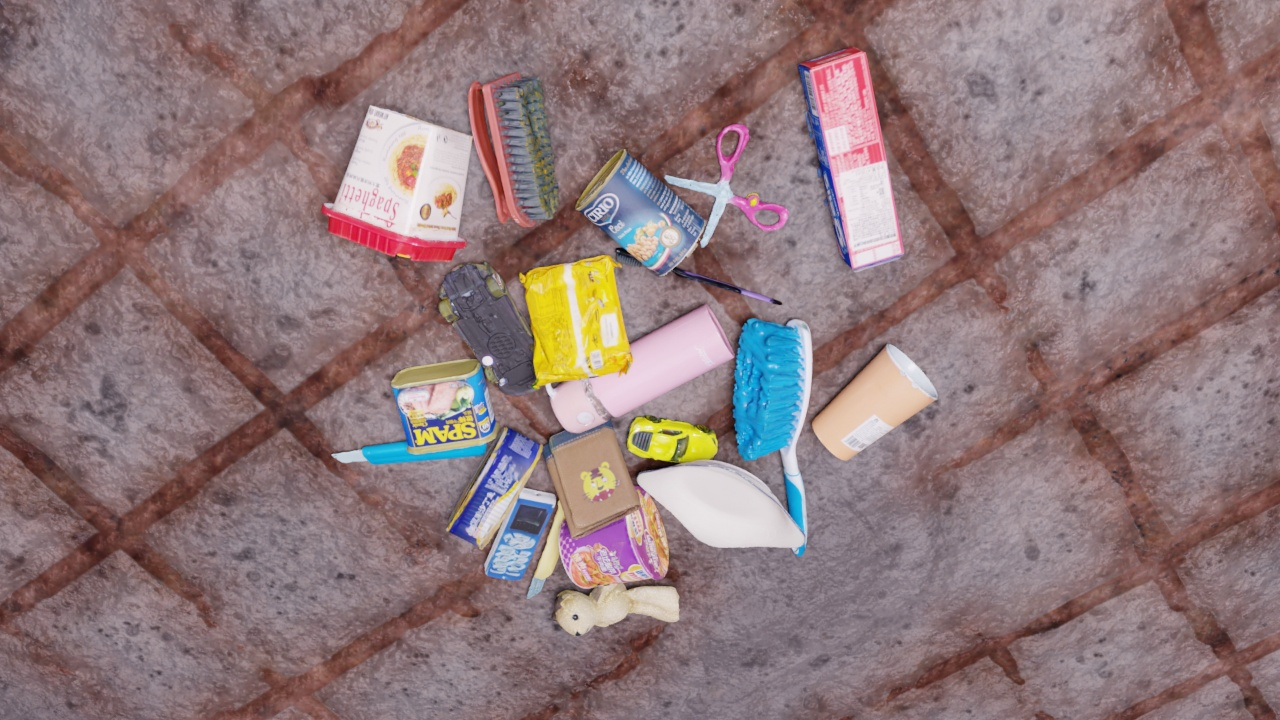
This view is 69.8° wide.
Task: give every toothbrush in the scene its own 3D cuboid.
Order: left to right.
[{"bbox_3d":[0.062,-0.085,0.971,0.189,0.014,0.017,17,120,-8],"label":"toothbrush"}]

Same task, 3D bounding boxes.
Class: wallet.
[{"bbox_3d":[-0.056,0.128,1.015,0.090,0.115,0.033,-27,154,11],"label":"wallet"}]

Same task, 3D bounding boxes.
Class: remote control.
[{"bbox_3d":[-0.144,0.206,1.088,0.049,0.024,0.125,15,115,-23],"label":"remote control"}]

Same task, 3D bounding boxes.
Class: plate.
[{"bbox_3d":[0.093,0.156,1.035,0.164,0.034,0.164,-11,133,45],"label":"plate"}]

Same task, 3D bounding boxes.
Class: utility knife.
[{"bbox_3d":[-0.262,0.103,1.047,0.182,0.018,0.034,-6,134,3],"label":"utility knife"},{"bbox_3d":[-0.102,0.216,1.098,0.030,0.019,0.184,4,113,-35],"label":"utility knife"}]

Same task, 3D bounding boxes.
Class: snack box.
[{"bbox_3d":[0.207,-0.195,0.901,0.058,0.057,0.208,-17,113,4],"label":"snack box"}]

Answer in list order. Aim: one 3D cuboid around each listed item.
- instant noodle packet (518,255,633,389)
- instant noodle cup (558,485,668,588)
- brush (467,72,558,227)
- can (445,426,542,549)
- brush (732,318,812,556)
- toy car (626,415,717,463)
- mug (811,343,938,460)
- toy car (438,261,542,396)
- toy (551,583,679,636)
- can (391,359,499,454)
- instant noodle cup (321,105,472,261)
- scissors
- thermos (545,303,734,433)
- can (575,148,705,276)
[{"bbox_3d":[-0.066,-0.038,0.945,0.111,0.044,0.128,-10,78,9],"label":"instant noodle packet"},{"bbox_3d":[-0.033,0.211,1.055,0.099,0.111,0.111,-21,113,16],"label":"instant noodle cup"},{"bbox_3d":[-0.124,-0.200,0.894,0.069,0.063,0.146,3,118,23],"label":"brush"},{"bbox_3d":[-0.166,0.144,1.037,0.049,0.074,0.148,29,111,-10],"label":"can"},{"bbox_3d":[0.155,0.098,1.025,0.109,0.060,0.315,-13,116,-33],"label":"brush"},{"bbox_3d":[0.037,0.094,1.041,0.105,0.032,0.048,11,113,-7],"label":"toy car"},{"bbox_3d":[0.252,0.051,1.003,0.078,0.078,0.123,38,113,-16],"label":"mug"},{"bbox_3d":[-0.154,-0.031,0.976,0.070,0.042,0.158,-25,112,10],"label":"toy car"},{"bbox_3d":[-0.028,0.301,1.114,0.157,0.066,0.105,0,138,-13],"label":"toy"},{"bbox_3d":[-0.214,0.049,1.004,0.102,0.057,0.083,-9,112,3],"label":"can"},{"bbox_3d":[-0.223,-0.168,0.873,0.116,0.116,0.124,20,102,16],"label":"instant noodle cup"},{"bbox_3d":[0.090,-0.174,0.932,0.133,0.017,0.134,14,117,-3],"label":"scissors"},{"bbox_3d":[-0.006,0.006,0.980,0.199,0.067,0.087,-26,124,11],"label":"thermos"},{"bbox_3d":[0.001,-0.145,0.910,0.111,0.075,0.075,38,108,-17],"label":"can"}]
